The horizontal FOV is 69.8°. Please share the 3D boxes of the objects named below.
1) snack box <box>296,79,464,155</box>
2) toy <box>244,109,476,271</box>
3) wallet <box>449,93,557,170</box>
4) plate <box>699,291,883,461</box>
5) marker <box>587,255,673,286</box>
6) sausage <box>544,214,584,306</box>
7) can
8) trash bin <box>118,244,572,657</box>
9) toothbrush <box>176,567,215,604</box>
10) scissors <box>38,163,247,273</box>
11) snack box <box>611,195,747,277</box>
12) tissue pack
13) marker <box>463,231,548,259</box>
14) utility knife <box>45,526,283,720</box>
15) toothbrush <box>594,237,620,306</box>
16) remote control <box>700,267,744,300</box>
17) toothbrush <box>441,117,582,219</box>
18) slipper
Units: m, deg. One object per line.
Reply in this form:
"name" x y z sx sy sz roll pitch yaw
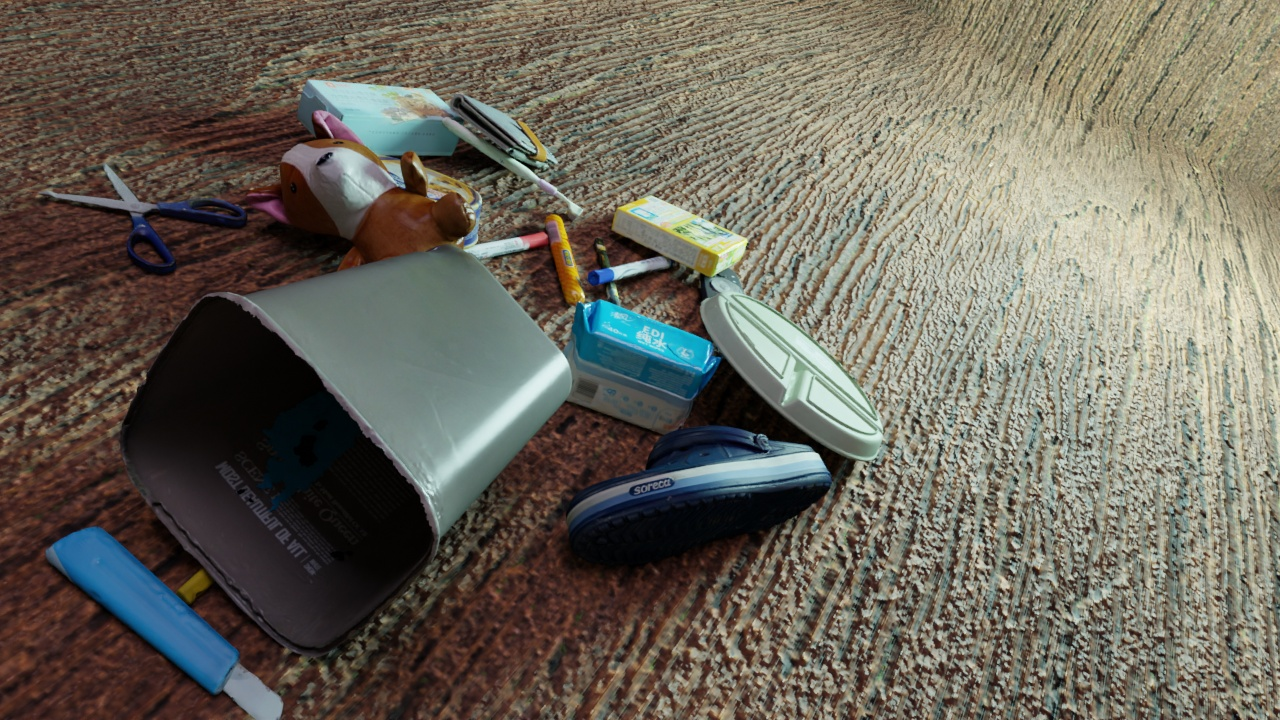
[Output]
"snack box" -0.292 -0.274 1.043 0.074 0.052 0.174 44 33 23
"toy" -0.260 -0.143 0.855 0.199 0.131 0.140 37 74 12
"wallet" -0.157 -0.274 1.100 0.106 0.037 0.129 39 12 10
"plate" 0.155 0.009 0.913 0.230 0.028 0.229 35 22 -16
"marker" -0.008 -0.101 1.019 0.017 0.017 0.145 41 33 21
"sausage" -0.084 -0.111 1.000 0.021 0.022 0.165 5 41 -23
"can" -0.235 -0.164 0.946 0.148 0.049 0.074 22 34 8
"trash bin" -0.180 0.040 0.624 0.199 0.199 0.219 48 32 0
"toothbrush" -0.251 0.107 0.654 0.016 0.016 0.189 35 38 4
"scissors" -0.450 -0.133 0.840 0.175 0.012 0.162 0 44 -27
"snack box" 0.046 -0.149 1.085 0.140 0.034 0.086 26 30 19
"tissue pack" -0.005 0.005 0.846 0.140 0.090 0.063 20 38 -5
"marker" -0.158 -0.118 0.973 0.144 0.017 0.017 -18 54 -41
"utility knife" -0.289 0.164 0.564 0.185 0.018 0.034 34 54 12
"toothbrush" -0.034 -0.077 0.993 0.017 0.012 0.185 16 37 -26
"remote control" 0.094 -0.064 1.036 0.053 0.024 0.136 11 37 -12
"toothbrush" -0.149 -0.223 1.066 0.189 0.020 0.029 34 5 -10
"slipper" 0.052 0.096 0.753 0.252 0.105 0.095 -4 52 -35
